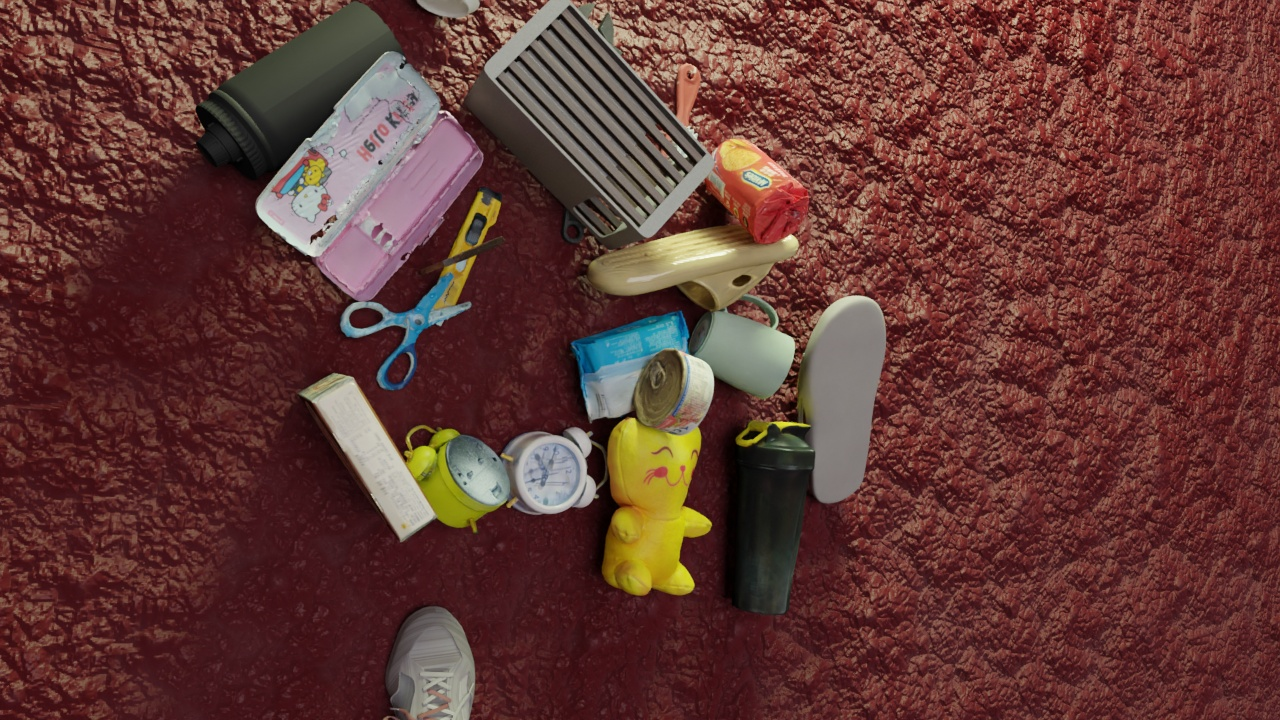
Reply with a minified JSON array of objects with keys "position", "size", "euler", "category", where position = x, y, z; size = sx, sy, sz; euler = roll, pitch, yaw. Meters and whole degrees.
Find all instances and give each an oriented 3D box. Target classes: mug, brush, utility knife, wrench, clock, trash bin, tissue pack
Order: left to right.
[{"position":[-0.183,-0.095,0.882],"size":[0.045,0.143,0.008],"euler":[-31,103,-35],"category":"brush"},{"position":[-0.183,0.110,0.907],"size":[0.119,0.057,0.083],"euler":[50,23,-3],"category":"clock"},{"position":[-0.183,-0.110,0.957],"size":[0.030,0.017,0.159],"euler":[25,79,-16],"category":"utility knife"},{"position":[-0.090,0.117,0.977],"size":[0.125,0.052,0.089],"euler":[-7,90,-31],"category":"clock"},{"position":[-0.064,-0.266,1.026],"size":[0.073,0.018,0.273],"euler":[8,86,-27],"category":"wrench"},{"position":[-0.055,-0.239,0.956],"size":[0.229,0.115,0.114],"euler":[44,76,-15],"category":"trash bin"},{"position":[-0.006,0.006,1.019],"size":[0.144,0.062,0.093],"euler":[-18,101,-25],"category":"tissue pack"},{"position":[0.051,-0.272,1.080],"size":[0.041,0.030,0.172],"euler":[14,81,-28],"category":"brush"},{"position":[0.119,-0.025,1.078],"size":[0.104,0.084,0.111],"euler":[24,71,-14],"category":"mug"}]

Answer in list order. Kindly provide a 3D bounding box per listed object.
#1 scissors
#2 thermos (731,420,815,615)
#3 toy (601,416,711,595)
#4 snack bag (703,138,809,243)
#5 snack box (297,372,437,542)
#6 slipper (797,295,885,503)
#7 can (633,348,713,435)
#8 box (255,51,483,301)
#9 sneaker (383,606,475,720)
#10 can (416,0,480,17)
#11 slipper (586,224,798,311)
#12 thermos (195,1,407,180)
[{"position":[-0.226,-0.027,0.921],"size":[0.139,0.013,0.118],"euler":[-21,111,-31],"category":"scissors"},{"position":[0.150,0.182,1.081],"size":[0.098,0.098,0.221],"euler":[6,90,-28],"category":"thermos"},{"position":[0.011,0.160,1.008],"size":[0.134,0.088,0.193],"euler":[5,86,-46],"category":"toy"},{"position":[0.131,-0.192,1.047],"size":[0.082,0.176,0.082],"euler":[-11,127,-15],"category":"snack bag"},{"position":[-0.251,0.083,0.835],"size":[0.041,0.147,0.143],"euler":[-34,104,-20],"category":"snack box"},{"position":[0.236,0.045,1.149],"size":[0.112,0.081,0.266],"euler":[-9,109,-23],"category":"slipper"},{"position":[0.035,0.033,0.958],"size":[0.043,0.086,0.086],"euler":[21,78,-29],"category":"can"},{"position":[-0.251,-0.171,0.872],"size":[0.201,0.037,0.153],"euler":[-54,134,-13],"category":"box"},{"position":[-0.199,0.362,0.883],"size":[0.099,0.090,0.236],"euler":[5,85,-28],"category":"sneaker"},{"position":[-0.190,-0.422,0.933],"size":[0.071,0.072,0.128],"euler":[12,82,-27],"category":"can"},{"position":[0.059,-0.098,1.046],"size":[0.260,0.111,0.079],"euler":[-14,119,-27],"category":"slipper"},{"position":[-0.319,-0.242,0.847],"size":[0.198,0.086,0.086],"euler":[-44,108,-23],"category":"thermos"}]
